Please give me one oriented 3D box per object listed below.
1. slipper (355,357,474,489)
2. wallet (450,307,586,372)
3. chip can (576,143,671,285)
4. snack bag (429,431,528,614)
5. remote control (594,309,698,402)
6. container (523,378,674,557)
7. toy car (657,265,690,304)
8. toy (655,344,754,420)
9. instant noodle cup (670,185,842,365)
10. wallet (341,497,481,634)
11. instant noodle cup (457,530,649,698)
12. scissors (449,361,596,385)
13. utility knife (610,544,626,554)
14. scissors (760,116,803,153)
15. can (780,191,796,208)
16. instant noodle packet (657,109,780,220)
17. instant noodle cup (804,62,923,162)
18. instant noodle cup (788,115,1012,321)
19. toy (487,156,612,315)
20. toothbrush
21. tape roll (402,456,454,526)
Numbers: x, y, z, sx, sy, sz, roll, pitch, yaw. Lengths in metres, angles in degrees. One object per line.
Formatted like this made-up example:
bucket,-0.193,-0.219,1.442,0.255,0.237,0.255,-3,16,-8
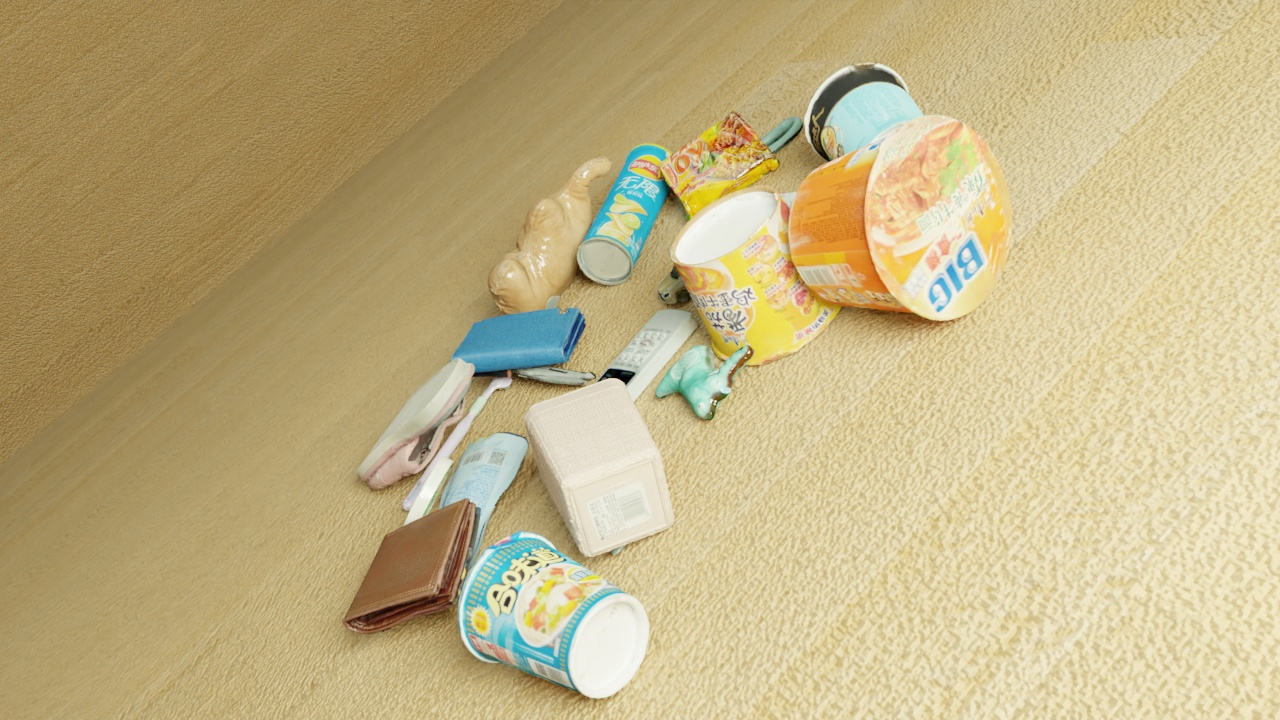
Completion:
slipper,-0.239,0.076,0.996,0.275,0.054,0.113,-36,21,49
wallet,-0.134,-0.021,1.025,0.133,0.040,0.106,-5,27,13
chip can,-0.013,-0.185,1.140,0.071,0.071,0.209,-16,35,34
snack bag,-0.173,0.154,0.860,0.111,0.039,0.190,-12,40,35
remote control,-0.005,0.005,0.904,0.149,0.021,0.058,-49,30,-22
container,-0.031,0.086,0.729,0.090,0.090,0.111,-18,30,-10
toy car,0.055,-0.095,0.970,0.090,0.035,0.042,-39,27,1
toy,0.058,0.016,0.806,0.096,0.030,0.092,-48,31,10
instant noodle cup,0.100,-0.081,0.820,0.138,0.110,0.137,-27,31,17
wallet,-0.196,0.178,0.796,0.125,0.032,0.101,-25,33,29
instant noodle cup,-0.056,0.181,0.638,0.110,0.099,0.099,11,54,45
scissors,-0.123,0.004,1.029,0.207,0.015,0.192,-6,17,8
utility knife,-0.048,0.109,0.813,0.031,0.022,0.219,-31,23,-8
scissors,0.123,-0.274,1.174,0.170,0.019,0.179,-30,30,15
can,0.178,-0.134,0.864,0.147,0.058,0.058,2,47,49
instant noodle packet,0.087,-0.234,1.099,0.128,0.044,0.110,-34,52,9
instant noodle cup,0.230,-0.216,0.888,0.111,0.111,0.120,-31,35,12
instant noodle cup,0.196,-0.106,0.721,0.151,0.151,0.112,-48,22,-20
toy,-0.105,-0.148,1.124,0.225,0.082,0.143,-60,-10,-9
toothbrush,-0.202,0.088,1.008,0.029,0.021,0.188,1,48,45
tape roll,-0.210,0.135,0.905,0.086,0.014,0.085,-61,4,7
